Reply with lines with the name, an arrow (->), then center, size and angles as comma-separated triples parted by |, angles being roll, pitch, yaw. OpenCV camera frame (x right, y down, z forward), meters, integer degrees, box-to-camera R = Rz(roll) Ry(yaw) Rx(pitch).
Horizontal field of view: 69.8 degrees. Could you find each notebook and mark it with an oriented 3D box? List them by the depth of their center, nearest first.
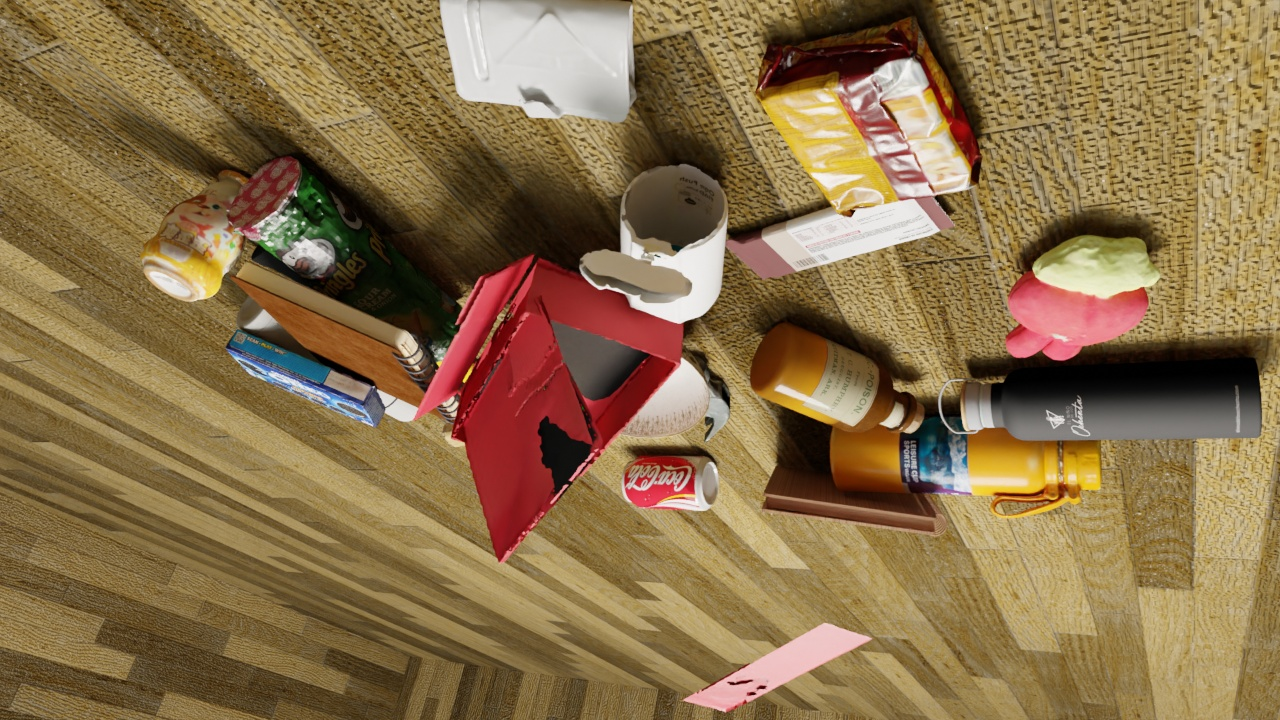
notebook -> -0.250, -0.008, 0.831 | 0.167, 0.024, 0.226 | 23, 163, 9
notebook -> 0.218, 0.141, 0.947 | 0.169, 0.022, 0.210 | 7, -178, 12

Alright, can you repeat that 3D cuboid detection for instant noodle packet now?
instant noodle packet -> 0.136, -0.140, 0.539 | 0.099, 0.039, 0.135 | -9, 147, 35

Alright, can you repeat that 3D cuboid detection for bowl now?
bowl -> -0.005, 0.005, 0.834 | 0.145, 0.063, 0.145 | 8, 142, 6

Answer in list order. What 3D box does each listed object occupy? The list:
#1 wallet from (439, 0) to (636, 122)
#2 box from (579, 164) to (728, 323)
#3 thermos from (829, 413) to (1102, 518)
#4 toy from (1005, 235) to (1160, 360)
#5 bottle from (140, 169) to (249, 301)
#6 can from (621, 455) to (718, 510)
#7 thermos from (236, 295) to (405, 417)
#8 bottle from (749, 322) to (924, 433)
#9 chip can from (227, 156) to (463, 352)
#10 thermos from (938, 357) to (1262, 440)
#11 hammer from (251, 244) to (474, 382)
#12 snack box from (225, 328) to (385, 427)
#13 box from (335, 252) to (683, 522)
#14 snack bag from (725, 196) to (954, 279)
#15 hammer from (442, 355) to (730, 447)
wallet -> -0.061, -0.182, 0.552 | 0.116, 0.032, 0.086 | 8, 150, 10
box -> 0.011, -0.063, 0.630 | 0.083, 0.143, 0.138 | 23, 153, 13
thermos -> 0.302, 0.095, 0.859 | 0.233, 0.091, 0.076 | -2, -170, 27
toy -> 0.306, -0.040, 0.646 | 0.092, 0.045, 0.135 | 6, 148, 6
bottle -> -0.350, -0.103, 0.740 | 0.063, 0.108, 0.063 | 16, 151, 9
can -> 0.035, 0.146, 1.096 | 0.105, 0.064, 0.064 | -2, 149, 27
thermos -> -0.321, -0.001, 0.984 | 0.052, 0.052, 0.224 | -9, 145, 36
bottle -> 0.178, 0.025, 0.801 | 0.157, 0.067, 0.068 | 22, 152, -17
chip can -> -0.239, -0.075, 0.787 | 0.076, 0.075, 0.223 | -5, 149, 30
thermos -> 0.362, 0.034, 0.745 | 0.232, 0.061, 0.061 | -4, 149, 29
hammer -> -0.239, -0.027, 0.930 | 0.127, 0.029, 0.323 | -14, 141, 41
snack box -> -0.336, 0.019, 0.928 | 0.150, 0.027, 0.082 | 22, 161, 3
box -> -0.223, 0.023, 0.665 | 0.509, 0.141, 0.216 | 4, 147, -28
snack bag -> 0.138, -0.091, 0.657 | 0.158, 0.013, 0.057 | -14, 145, 41
hammer -> -0.063, 0.061, 0.976 | 0.331, 0.033, 0.132 | -9, 150, 23
